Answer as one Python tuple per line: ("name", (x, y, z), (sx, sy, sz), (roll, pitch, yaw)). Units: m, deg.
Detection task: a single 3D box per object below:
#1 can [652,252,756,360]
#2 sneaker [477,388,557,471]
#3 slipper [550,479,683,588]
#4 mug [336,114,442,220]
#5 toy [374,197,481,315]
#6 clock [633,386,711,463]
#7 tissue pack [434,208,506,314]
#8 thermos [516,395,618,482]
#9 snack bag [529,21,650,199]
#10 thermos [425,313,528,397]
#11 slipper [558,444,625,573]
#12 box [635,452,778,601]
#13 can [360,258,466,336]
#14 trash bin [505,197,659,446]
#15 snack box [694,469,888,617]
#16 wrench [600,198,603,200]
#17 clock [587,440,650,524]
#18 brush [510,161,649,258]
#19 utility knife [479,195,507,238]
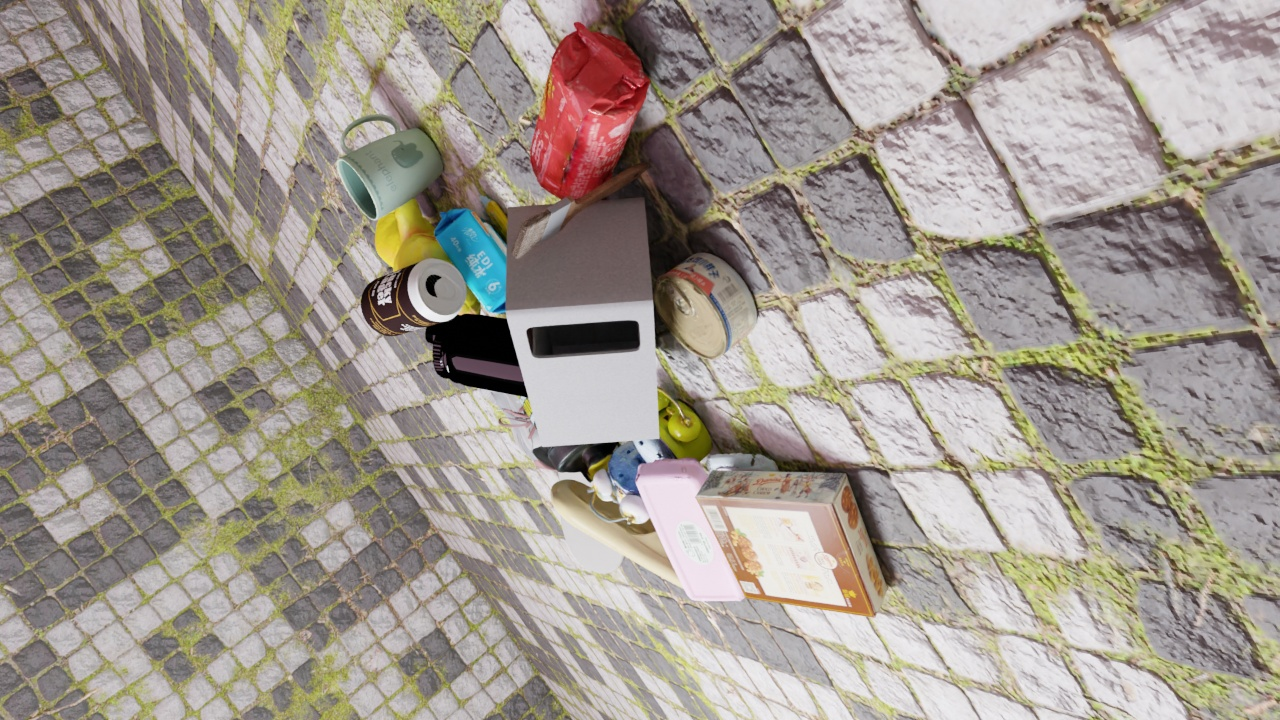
("can", (0.055, -0.046, 0.784), (0.086, 0.043, 0.086), (41, 153, 25))
("sneaker", (-0.146, 0.066, 1.244), (0.089, 0.099, 0.236), (31, 155, 42))
("slipper", (0.017, 0.198, 1.094), (0.261, 0.079, 0.111), (30, -168, -16))
("mug", (-0.305, -0.241, 1.099), (0.111, 0.103, 0.084), (55, 157, -6))
("toy", (-0.278, -0.131, 1.161), (0.194, 0.087, 0.134), (49, 171, 43))
("clock", (0.031, 0.077, 0.979), (0.083, 0.057, 0.119), (36, 151, 36))
("tissue pack", (-0.176, -0.111, 1.069), (0.144, 0.062, 0.093), (55, -179, 1))
("thermos", (-0.104, 0.046, 1.129), (0.220, 0.098, 0.098), (54, 158, 17))
("snack bag", (-0.046, -0.186, 0.734), (0.082, 0.082, 0.177), (50, 157, 7))
("thermos", (-0.153, -0.005, 1.061), (0.199, 0.085, 0.086), (10, 140, 17))
("slipper", (-0.055, 0.161, 1.249), (0.113, 0.080, 0.266), (6, 117, 33))
("box", (0.091, 0.179, 0.963), (0.153, 0.037, 0.201), (-5, 126, 26))
("can", (-0.259, -0.071, 1.045), (0.129, 0.071, 0.072), (-10, 115, 46))
("trash bin", (-0.046, -0.026, 0.833), (0.229, 0.114, 0.114), (86, 180, -57))
("snack box", (0.143, 0.171, 0.867), (0.147, 0.041, 0.143), (-3, 123, 39))
("wrench", (-0.031, -0.055, 0.945), (0.073, 0.018, 0.274), (37, 148, 31))
("clock", (-0.002, 0.139, 1.042), (0.089, 0.125, 0.052), (34, 144, 39))
("brush", (-0.043, -0.126, 0.731), (0.008, 0.142, 0.045), (48, 148, 8))
("utility knife", (-0.137, -0.128, 1.062), (0.159, 0.017, 0.031), (56, 147, 2))
